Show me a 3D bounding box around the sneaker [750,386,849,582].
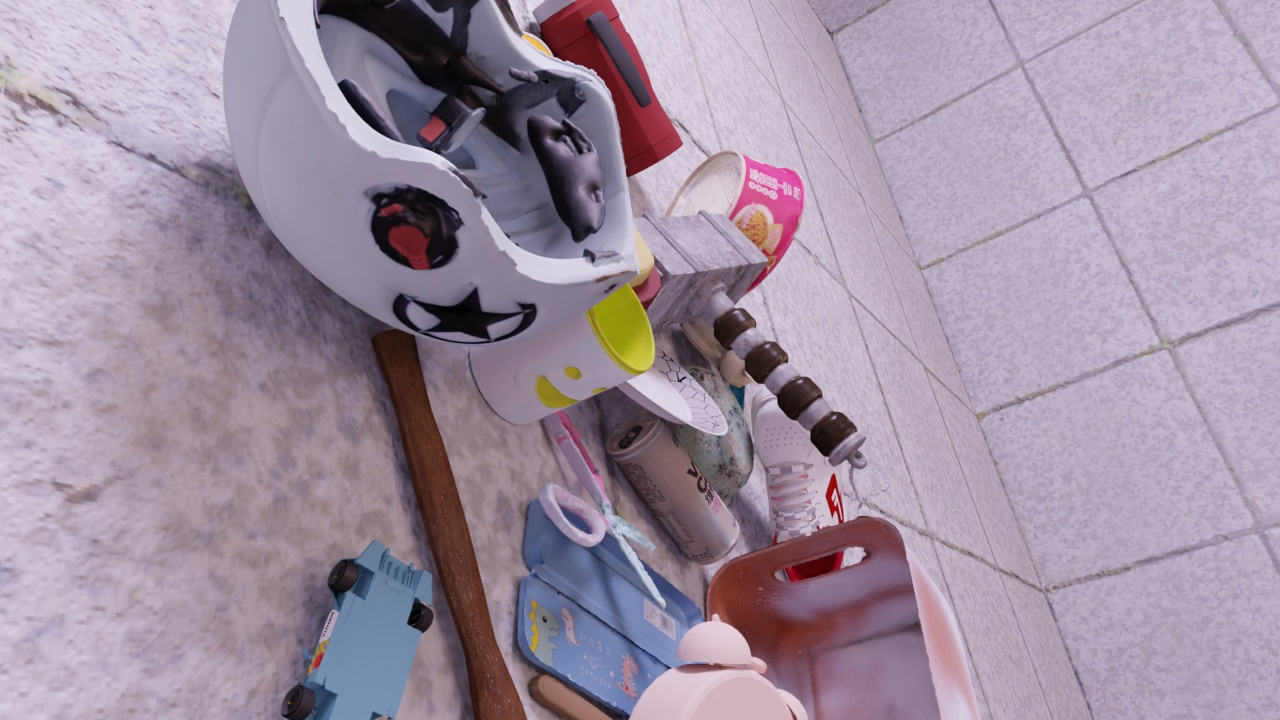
[{"bbox_3d":[0.160,0.139,0.918,0.104,0.090,0.237,-72,153,-51],"label":"sneaker"}]

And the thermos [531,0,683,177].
[{"bbox_3d":[-0.030,-0.302,0.980,0.198,0.084,0.108,59,-12,-17],"label":"thermos"}]

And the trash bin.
[{"bbox_3d":[0.171,0.285,0.738,0.157,0.182,0.259,46,30,-38],"label":"trash bin"}]

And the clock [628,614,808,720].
[{"bbox_3d":[0.056,0.267,0.602,0.131,0.086,0.160,52,44,-23],"label":"clock"}]

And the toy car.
[{"bbox_3d":[-0.138,0.144,0.441,0.060,0.028,0.107,45,41,-36],"label":"toy car"}]

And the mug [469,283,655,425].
[{"bbox_3d":[-0.055,-0.010,0.650,0.082,0.106,0.082,43,33,-38],"label":"mug"}]

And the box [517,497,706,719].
[{"bbox_3d":[-0.015,0.191,0.652,0.209,0.021,0.125,45,33,-35],"label":"box"}]

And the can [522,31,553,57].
[{"bbox_3d":[-0.112,-0.211,0.757,0.079,0.079,0.142,48,30,-32],"label":"can"}]

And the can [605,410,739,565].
[{"bbox_3d":[0.029,0.109,0.770,0.135,0.054,0.054,55,27,-20],"label":"can"}]

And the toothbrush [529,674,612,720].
[{"bbox_3d":[-0.016,0.247,0.602,0.167,0.016,0.016,46,34,-31],"label":"toothbrush"}]

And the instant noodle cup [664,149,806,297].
[{"bbox_3d":[0.092,-0.156,1.019,0.077,0.179,0.178,29,40,-28],"label":"instant noodle cup"}]

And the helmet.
[{"bbox_3d":[-0.131,-0.116,0.535,0.263,0.164,0.236,30,37,-41],"label":"helmet"}]

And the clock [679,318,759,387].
[{"bbox_3d":[0.097,-0.013,0.961,0.093,0.055,0.140,40,10,-31],"label":"clock"}]

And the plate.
[{"bbox_3d":[-0.004,0.005,0.776,0.188,0.016,0.188,37,12,-10],"label":"plate"}]

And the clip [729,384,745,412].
[{"bbox_3d":[0.109,0.011,1.037,0.027,0.104,0.120,35,31,-54],"label":"clip"}]

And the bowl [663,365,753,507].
[{"bbox_3d":[0.068,0.067,0.901,0.157,0.039,0.157,44,32,-38],"label":"bowl"}]

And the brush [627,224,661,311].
[{"bbox_3d":[-0.046,-0.111,0.764,0.082,0.042,0.173,-14,63,-33],"label":"brush"}]

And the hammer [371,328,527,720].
[{"bbox_3d":[-0.101,0.133,0.522,0.115,0.033,0.322,10,58,-63],"label":"hammer"}]

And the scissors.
[{"bbox_3d":[-0.032,0.107,0.655,0.170,0.014,0.173,60,11,8],"label":"scissors"}]

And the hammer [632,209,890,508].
[{"bbox_3d":[0.109,-0.005,0.837,0.326,0.080,0.176,49,34,20],"label":"hammer"}]
